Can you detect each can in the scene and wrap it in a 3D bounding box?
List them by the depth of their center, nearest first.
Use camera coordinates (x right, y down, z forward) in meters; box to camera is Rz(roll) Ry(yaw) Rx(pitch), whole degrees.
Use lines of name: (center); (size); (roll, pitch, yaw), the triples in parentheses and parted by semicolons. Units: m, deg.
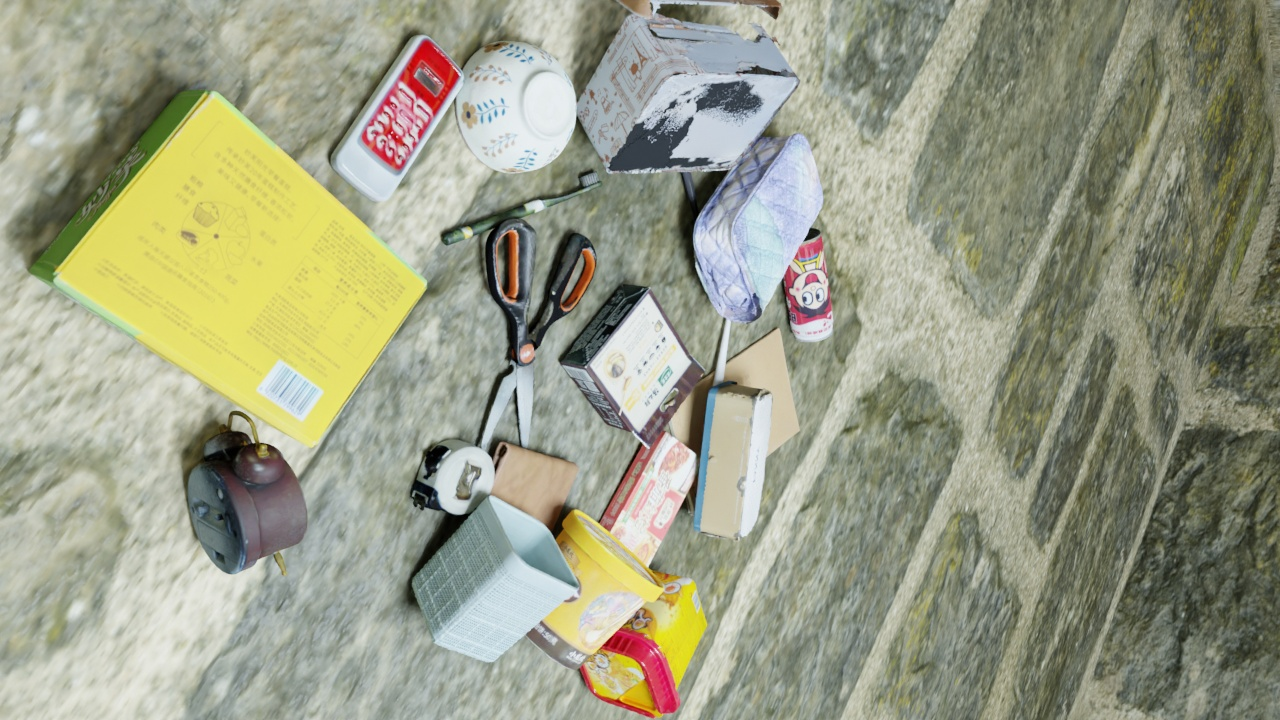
can: (0.204, -0.092, 1.129); (0.053, 0.053, 0.133); (-32, 121, -36)

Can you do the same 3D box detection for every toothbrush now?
toothbrush: (-0.105, -0.141, 0.840); (0.185, 0.012, 0.017); (-29, 113, -37)
toothbrush: (0.051, -0.184, 0.985); (0.015, 0.018, 0.181); (-31, 118, -37)
toothbrush: (0.099, -0.009, 1.062); (0.016, 0.016, 0.180); (13, 87, -44)

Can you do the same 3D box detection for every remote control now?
remote control: (-0.192, -0.194, 0.734); (0.056, 0.020, 0.135); (43, 69, -43)

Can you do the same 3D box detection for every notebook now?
notebook: (0.116, 0.071, 1.111); (0.210, 0.012, 0.149); (-32, 119, -36)

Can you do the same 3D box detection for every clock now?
clock: (-0.286, 0.096, 0.665); (0.055, 0.082, 0.122); (-17, 112, -46)

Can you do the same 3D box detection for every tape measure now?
tape measure: (-0.165, 0.105, 0.822); (0.065, 0.034, 0.066); (21, 85, -47)

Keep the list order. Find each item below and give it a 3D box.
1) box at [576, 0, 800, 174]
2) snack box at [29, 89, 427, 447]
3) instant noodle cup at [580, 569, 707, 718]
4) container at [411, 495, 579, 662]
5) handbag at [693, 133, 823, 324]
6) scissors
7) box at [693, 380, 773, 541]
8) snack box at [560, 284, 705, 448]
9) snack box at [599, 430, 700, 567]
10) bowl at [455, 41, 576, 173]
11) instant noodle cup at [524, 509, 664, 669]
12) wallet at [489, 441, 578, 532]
box: (0.021, -0.301, 0.867); (0.182, 0.157, 0.193); (-11, 63, -39)
snack box: (-0.276, -0.059, 0.646); (0.210, 0.070, 0.157); (46, 67, -40)
instant noodle cup: (0.005, 0.297, 0.990); (0.123, 0.116, 0.116); (-46, 130, -43)
container: (-0.133, 0.198, 0.815); (0.111, 0.090, 0.090); (-45, 134, 5)
handbag: (0.131, -0.152, 1.015); (0.193, 0.076, 0.134); (-56, 136, -31)
scissors: (-0.097, -0.029, 0.862); (0.210, 0.022, 0.222); (-37, 129, -36)
box: (0.107, 0.106, 1.038); (0.089, 0.060, 0.184); (-9, 105, -67)
snack box: (-0.006, 0.006, 0.943); (0.113, 0.053, 0.126); (-52, 131, -24)
snack box: (0.007, 0.157, 1.002); (0.075, 0.025, 0.152); (40, 73, -37)
bowl: (-0.097, -0.220, 0.795); (0.113, 0.062, 0.113); (-10, 105, -43)
instant noodle cup: (-0.058, 0.226, 0.894); (0.114, 0.118, 0.118); (-49, 132, -2)
wallet: (-0.117, 0.142, 0.884); (0.101, 0.020, 0.115); (23, 88, -48)
